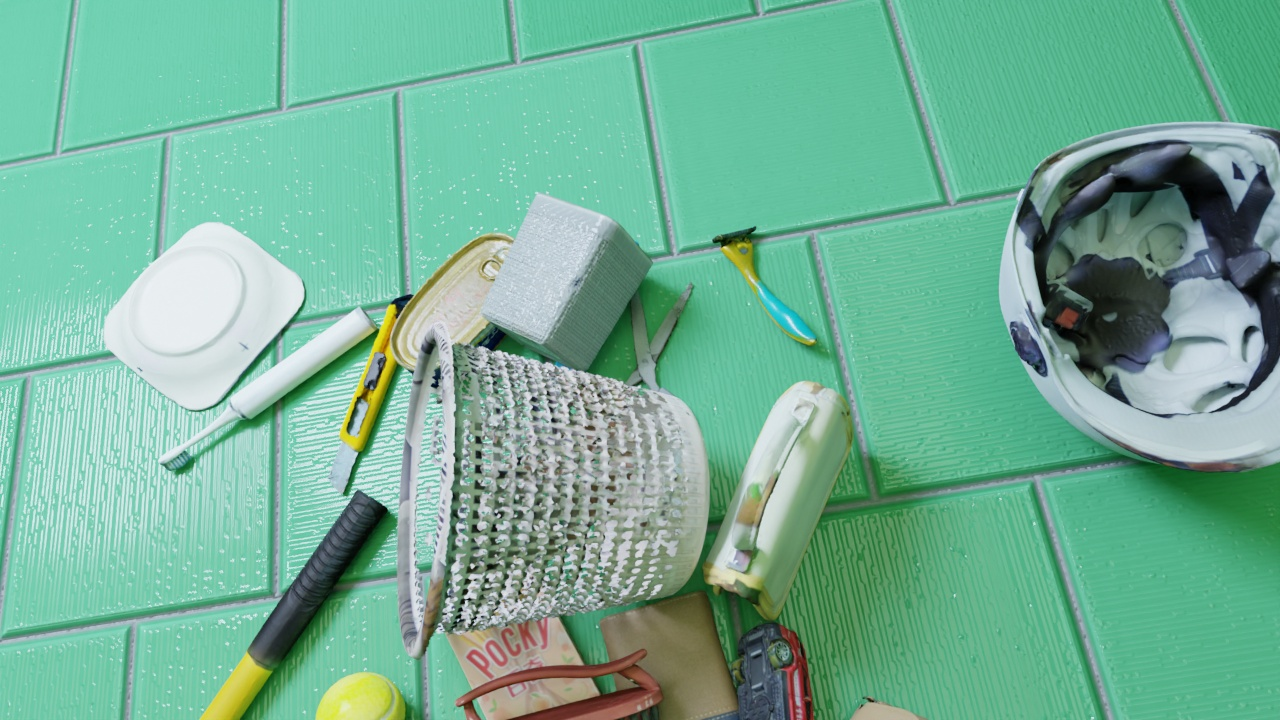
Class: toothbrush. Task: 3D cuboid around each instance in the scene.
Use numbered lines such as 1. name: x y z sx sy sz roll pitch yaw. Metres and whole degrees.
1. toothbrush: -0.334 0.026 0.821 0.221 0.026 0.027 -37 30 -7

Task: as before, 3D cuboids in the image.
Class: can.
1. can: -0.154 -0.043 0.811 0.074 0.049 0.148 35 77 18

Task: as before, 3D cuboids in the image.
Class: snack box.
1. snack box: -0.090 0.234 0.707 0.084 0.026 0.157 -31 68 -5

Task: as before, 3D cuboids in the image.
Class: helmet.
1. helmet: 0.378 -0.038 0.684 0.229 0.146 0.258 -14 76 4

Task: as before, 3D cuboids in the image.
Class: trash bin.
1. trash bin: -0.065 0.092 0.657 0.192 0.228 0.227 5 67 -20

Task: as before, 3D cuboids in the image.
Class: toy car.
1. toy car: 0.097 0.249 0.651 0.045 0.053 0.120 25 48 -24

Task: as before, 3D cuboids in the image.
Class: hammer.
1. hammer: -0.301 0.238 0.731 0.129 0.033 0.300 28 75 17

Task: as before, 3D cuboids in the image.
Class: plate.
1. plate: -0.417 -0.051 0.860 0.164 0.034 0.164 32 75 18

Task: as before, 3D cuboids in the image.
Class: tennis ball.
1. tennis ball: -0.210 0.269 0.689 0.065 0.065 0.065 -3 68 7

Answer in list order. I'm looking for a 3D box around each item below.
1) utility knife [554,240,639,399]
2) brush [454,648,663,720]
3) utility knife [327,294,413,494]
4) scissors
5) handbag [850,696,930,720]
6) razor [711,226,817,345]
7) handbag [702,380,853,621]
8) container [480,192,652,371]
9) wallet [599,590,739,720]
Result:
1. utility knife: -0.044 -0.038 0.811 0.034 0.018 0.161 17 74 13
2. brush: -0.056 0.249 0.645 0.146 0.063 0.069 -15 81 3
3. utility knife: -0.237 0.025 0.814 0.033 0.015 0.192 11 71 15
4. scissors: 0.002 0.009 0.791 0.159 0.014 0.178 -30 66 -7
5. handbag: 0.162 0.331 0.594 0.148 0.100 0.204 35 73 21
6. razor: 0.111 -0.061 0.793 0.043 0.028 0.132 -16 61 -33
7. handbag: 0.094 0.092 0.656 0.063 0.179 0.163 20 74 20
8. container: -0.064 -0.062 0.769 0.090 0.090 0.114 24 82 30
9. wallet: 0.024 0.239 0.687 0.090 0.033 0.115 -16 67 -2
